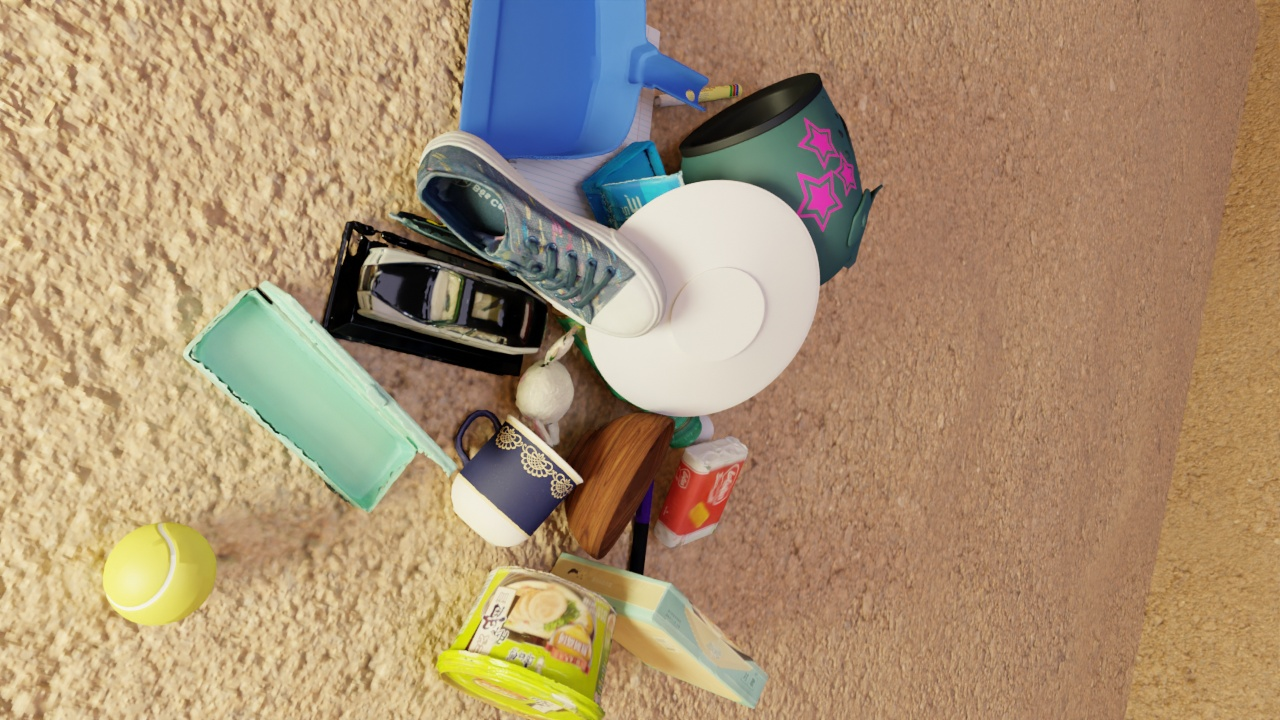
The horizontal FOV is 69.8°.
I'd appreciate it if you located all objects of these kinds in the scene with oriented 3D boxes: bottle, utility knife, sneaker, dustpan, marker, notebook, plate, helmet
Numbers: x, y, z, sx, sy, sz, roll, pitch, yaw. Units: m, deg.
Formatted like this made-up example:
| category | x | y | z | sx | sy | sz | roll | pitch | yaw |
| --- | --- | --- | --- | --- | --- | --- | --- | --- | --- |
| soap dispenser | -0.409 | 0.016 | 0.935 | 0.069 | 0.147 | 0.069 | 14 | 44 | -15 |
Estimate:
| category | x | y | z | sx | sy | sz | roll | pitch | yaw |
| --- | --- | --- | --- | --- | --- | --- | --- | --- | --- |
| bottle | -0.005 | 0.005 | 0.888 | 0.068 | 0.068 | 0.210 | -55 | 128 | -27 |
| utility knife | -0.140 | -0.096 | 0.772 | 0.172 | 0.029 | 0.020 | 17 | 102 | -44 |
| sneaker | -0.083 | -0.086 | 0.733 | 0.235 | 0.088 | 0.079 | 36 | 30 | -14 |
| dustpan | -0.034 | -0.273 | 0.828 | 0.257 | 0.060 | 0.245 | 7 | 88 | -50 |
| marker | 0.000 | 0.181 | 0.944 | 0.015 | 0.018 | 0.134 | 7 | 88 | -3 |
| marker | 0.062 | -0.280 | 0.971 | 0.132 | 0.014 | 0.014 | -22 | 109 | -42 |
| notebook | -0.055 | -0.218 | 0.862 | 0.177 | 0.013 | 0.245 | 7 | 88 | -47 |
| plate | 0.064 | -0.045 | 0.825 | 0.229 | 0.030 | 0.230 | -8 | 117 | -16 |
| helmet | 0.157 | -0.174 | 0.970 | 0.273 | 0.177 | 0.200 | -49 | 122 | -48 |

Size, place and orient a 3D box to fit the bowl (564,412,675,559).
| category | x | y | z | sx | sy | sz | roll | pitch | yaw |
| --- | --- | --- | --- | --- | --- | --- | --- | --- | --- |
| bowl | -0.032 | 0.104 | 0.856 | 0.147 | 0.069 | 0.147 | -58 | 168 | -20 |

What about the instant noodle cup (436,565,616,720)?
| category | x | y | z | sx | sy | sz | roll | pitch | yaw |
| --- | --- | --- | --- | --- | --- | --- | --- | --- | --- |
| instant noodle cup | -0.088 | 0.242 | 0.778 | 0.146 | 0.146 | 0.097 | 46 | 51 | -37 |

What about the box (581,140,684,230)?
| category | x | y | z | sx | sy | sz | roll | pitch | yaw |
| --- | --- | --- | --- | --- | --- | --- | --- | --- | --- |
| box | 0.047 | -0.085 | 0.892 | 0.093 | 0.115 | 0.243 | -47 | 127 | -35 |

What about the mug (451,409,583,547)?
| category | x | y | z | sx | sy | sz | roll | pitch | yaw |
| --- | --- | --- | --- | --- | --- | --- | --- | --- | --- |
| mug | -0.120 | 0.099 | 0.777 | 0.112 | 0.086 | 0.089 | 40 | 79 | 8 |

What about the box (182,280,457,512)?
| category | x | y | z | sx | sy | sz | roll | pitch | yaw |
| --- | --- | --- | --- | --- | --- | --- | --- | --- | --- |
| box | -0.218 | 0.032 | 0.659 | 0.077 | 0.093 | 0.188 | -56 | 128 | -28 |

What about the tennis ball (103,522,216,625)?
| category | x | y | z | sx | sy | sz | roll | pitch | yaw |
| --- | --- | --- | --- | --- | --- | --- | --- | --- | --- |
| tennis ball | -0.310 | 0.138 | 0.593 | 0.065 | 0.065 | 0.065 | -4 | 96 | -45 |

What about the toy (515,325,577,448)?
| category | x | y | z | sx | sy | sz | roll | pitch | yaw |
| --- | --- | --- | --- | --- | --- | --- | --- | --- | --- |
| toy | -0.081 | 0.024 | 0.813 | 0.087 | 0.050 | 0.112 | -32 | 123 | -78 |

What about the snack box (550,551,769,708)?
| category | x | y | z | sx | sy | sz | roll | pitch | yaw |
| --- | --- | --- | --- | --- | --- | --- | --- | --- | --- |
| snack box | 0.017 | 0.259 | 0.878 | 0.193 | 0.142 | 0.044 | 48 | 60 | -36 |

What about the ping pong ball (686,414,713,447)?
| category | x | y | z | sx | sy | sz | roll | pitch | yaw |
| --- | --- | --- | --- | --- | --- | --- | --- | --- | --- |
| ping pong ball | 0.058 | 0.074 | 0.977 | 0.040 | 0.040 | 0.040 | -4 | 96 | -45 |

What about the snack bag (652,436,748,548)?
| category | x | y | z | sx | sy | sz | roll | pitch | yaw |
| --- | --- | --- | --- | --- | --- | --- | --- | --- | --- |
| snack bag | 0.062 | 0.137 | 0.958 | 0.076 | 0.036 | 0.116 | -10 | 128 | -45 |

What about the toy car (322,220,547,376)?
| category | x | y | z | sx | sy | sz | roll | pitch | yaw |
| --- | --- | --- | --- | --- | --- | --- | --- | --- | --- |
| toy car | -0.147 | -0.045 | 0.741 | 0.191 | 0.071 | 0.094 | 17 | 80 | -44 |
